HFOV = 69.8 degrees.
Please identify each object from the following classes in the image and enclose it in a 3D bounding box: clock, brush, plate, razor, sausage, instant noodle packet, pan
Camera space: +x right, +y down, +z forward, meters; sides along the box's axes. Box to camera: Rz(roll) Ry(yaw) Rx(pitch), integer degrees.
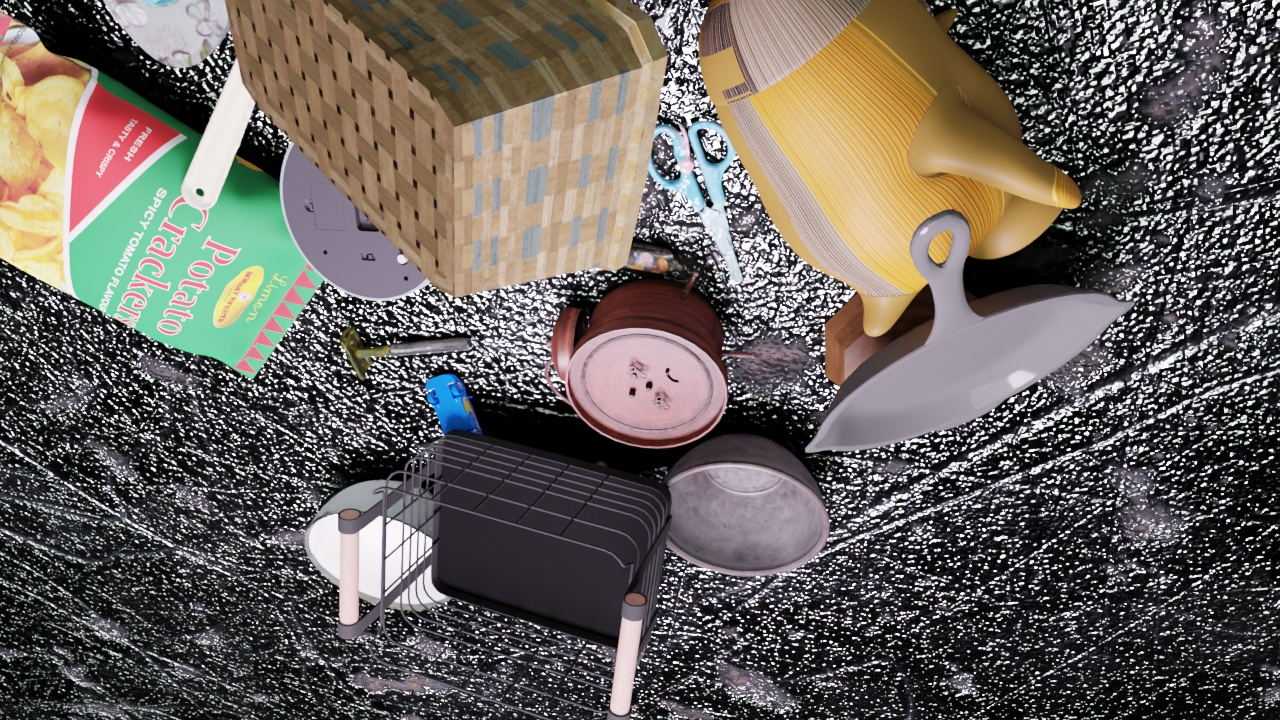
[{"bbox_3d":[-0.157,-0.102,0.595,0.159,0.045,0.123,5,112,15],"label":"clock"},{"bbox_3d":[-0.238,-0.186,0.565,0.033,0.012,0.218,28,112,-13],"label":"brush"},{"bbox_3d":[0.199,-0.003,0.673,0.131,0.025,0.131,6,133,7],"label":"plate"},{"bbox_3d":[-0.191,-0.010,0.755,0.106,0.026,0.042,-5,128,11],"label":"razor"},{"bbox_3d":[-0.045,-0.082,0.658,0.155,0.020,0.020,9,133,4],"label":"sausage"},{"bbox_3d":[-0.360,-0.101,0.659,0.252,0.090,0.196,33,127,-22],"label":"instant noodle packet"},{"bbox_3d":[0.179,-0.014,0.530,0.217,0.024,0.354,-26,156,12],"label":"pan"},{"bbox_3d":[-0.004,0.004,0.691,0.158,0.072,0.120,-21,124,27],"label":"clock"}]

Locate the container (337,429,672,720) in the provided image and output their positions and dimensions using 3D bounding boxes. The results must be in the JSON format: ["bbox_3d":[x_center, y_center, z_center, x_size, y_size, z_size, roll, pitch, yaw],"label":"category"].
[{"bbox_3d":[-0.099,0.170,0.722,0.241,0.130,0.163,13,112,14],"label":"container"}]

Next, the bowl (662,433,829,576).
[{"bbox_3d":[0.086,0.112,0.773,0.145,0.067,0.145,6,133,7],"label":"bowl"}]

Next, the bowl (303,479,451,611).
[{"bbox_3d":[-0.239,0.170,0.893,0.153,0.072,0.154,7,133,7],"label":"bowl"}]

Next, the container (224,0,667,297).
[{"bbox_3d":[-0.082,-0.167,0.489,0.250,0.185,0.158,43,146,23],"label":"container"}]

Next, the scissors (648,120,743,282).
[{"bbox_3d":[0.051,-0.105,0.625,0.063,0.015,0.139,-15,133,19],"label":"scissors"}]

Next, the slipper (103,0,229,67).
[{"bbox_3d":[-0.267,-0.278,0.507,0.098,0.054,0.270,28,130,-10],"label":"slipper"}]

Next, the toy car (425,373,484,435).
[{"bbox_3d":[-0.147,0.051,0.807,0.033,0.061,0.092,-17,96,23],"label":"toy car"}]

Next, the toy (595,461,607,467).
[{"bbox_3d":[-0.044,0.166,0.838,0.108,0.105,0.134,44,130,-12],"label":"toy"}]

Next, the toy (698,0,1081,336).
[{"bbox_3d":[0.119,-0.138,0.501,0.203,0.162,0.199,44,165,-23],"label":"toy"}]
